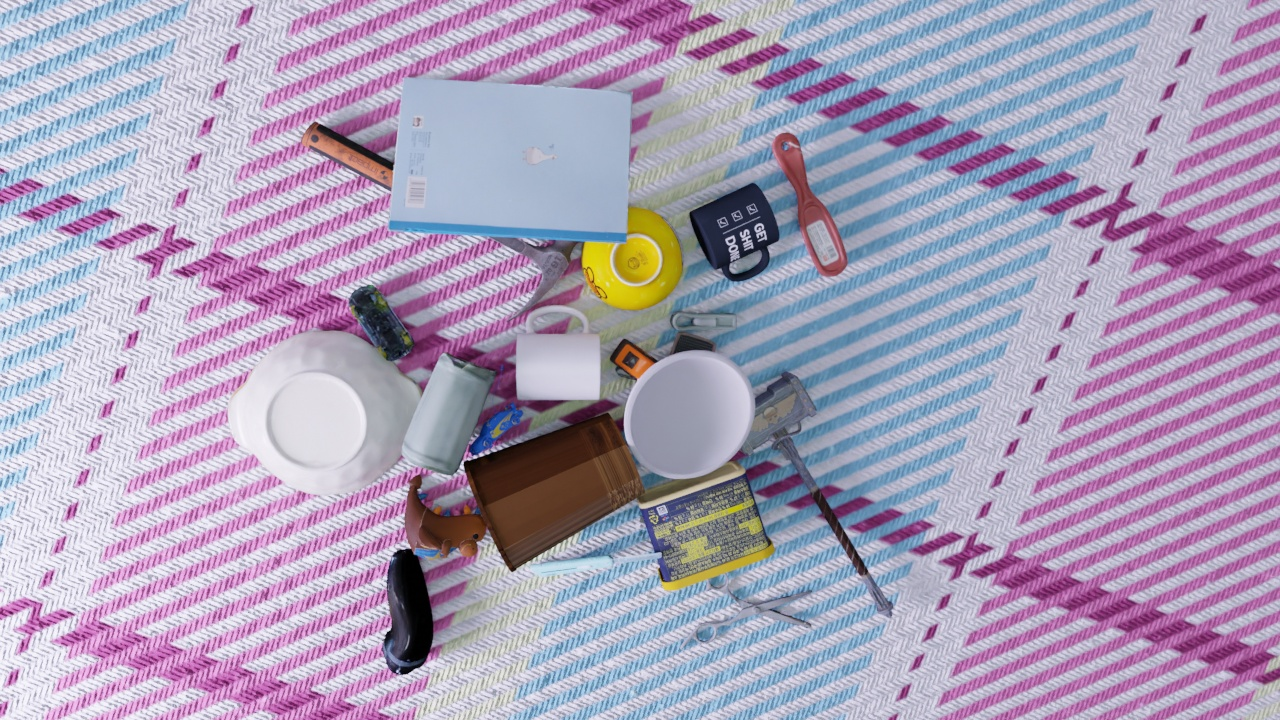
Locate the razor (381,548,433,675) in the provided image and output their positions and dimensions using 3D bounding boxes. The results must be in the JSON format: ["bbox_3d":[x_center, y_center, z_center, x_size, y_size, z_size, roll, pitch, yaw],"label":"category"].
[{"bbox_3d":[-0.273,0.288,1.057,0.064,0.053,0.140,-4,91,28],"label":"razor"}]

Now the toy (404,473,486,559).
[{"bbox_3d":[-0.225,0.178,1.053,0.090,0.071,0.103,-6,75,-17],"label":"toy"}]

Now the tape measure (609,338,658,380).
[{"bbox_3d":[-0.006,0.006,1.037,0.059,0.058,0.038,35,94,-12],"label":"tape measure"}]

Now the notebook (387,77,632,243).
[{"bbox_3d":[-0.137,-0.216,0.989,0.253,0.009,0.181,3,76,-3],"label":"notebook"}]

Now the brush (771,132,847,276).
[{"bbox_3d":[0.189,-0.176,1.046,0.041,0.030,0.172,-24,100,-1],"label":"brush"}]

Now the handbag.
[{"bbox_3d":[-0.208,0.055,0.999,0.067,0.106,0.122,22,89,-9],"label":"handbag"}]

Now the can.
[{"bbox_3d":[0.072,0.188,1.060,0.135,0.075,0.104,-19,96,-3],"label":"can"}]

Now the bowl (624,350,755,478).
[{"bbox_3d":[0.049,0.054,1.009,0.149,0.043,0.150,-6,111,-15],"label":"bowl"}]

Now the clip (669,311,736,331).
[{"bbox_3d":[0.072,-0.045,1.054,0.076,0.042,0.023,0,95,-5],"label":"clip"}]

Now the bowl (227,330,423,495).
[{"bbox_3d":[-0.352,0.063,1.014,0.219,0.060,0.188,-3,98,-5],"label":"bowl"}]

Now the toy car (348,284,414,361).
[{"bbox_3d":[-0.289,-0.042,1.022,0.039,0.027,0.090,-32,99,2],"label":"toy car"}]

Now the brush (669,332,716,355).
[{"bbox_3d":[0.047,0.036,1.067,0.050,0.015,0.136,17,95,-6],"label":"brush"}]

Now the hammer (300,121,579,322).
[{"bbox_3d":[-0.228,-0.162,1.011,0.314,0.035,0.138,28,94,-7],"label":"hammer"}]

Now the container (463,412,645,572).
[{"bbox_3d":[-0.092,0.138,1.017,0.167,0.132,0.132,-24,98,-8],"label":"container"}]

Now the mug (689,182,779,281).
[{"bbox_3d":[0.110,-0.136,1.031,0.077,0.071,0.105,-25,125,-2],"label":"mug"}]

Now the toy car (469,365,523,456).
[{"bbox_3d":[-0.170,0.057,1.034,0.091,0.033,0.062,-41,100,-30],"label":"toy car"}]

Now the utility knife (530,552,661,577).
[{"bbox_3d":[-0.050,0.230,1.052,0.166,0.015,0.022,-13,128,22],"label":"utility knife"}]

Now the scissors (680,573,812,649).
[{"bbox_3d":[0.126,0.312,1.109,0.141,0.014,0.158,38,93,-5],"label":"scissors"}]

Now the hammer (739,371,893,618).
[{"bbox_3d":[0.218,0.174,1.084,0.098,0.044,0.322,-32,99,-1],"label":"hammer"}]

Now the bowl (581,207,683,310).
[{"bbox_3d":[-0.007,-0.112,1.018,0.117,0.067,0.117,-1,97,-5],"label":"bowl"}]

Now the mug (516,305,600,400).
[{"bbox_3d":[-0.092,-0.010,1.028,0.090,0.074,0.110,0,71,-5],"label":"mug"}]
